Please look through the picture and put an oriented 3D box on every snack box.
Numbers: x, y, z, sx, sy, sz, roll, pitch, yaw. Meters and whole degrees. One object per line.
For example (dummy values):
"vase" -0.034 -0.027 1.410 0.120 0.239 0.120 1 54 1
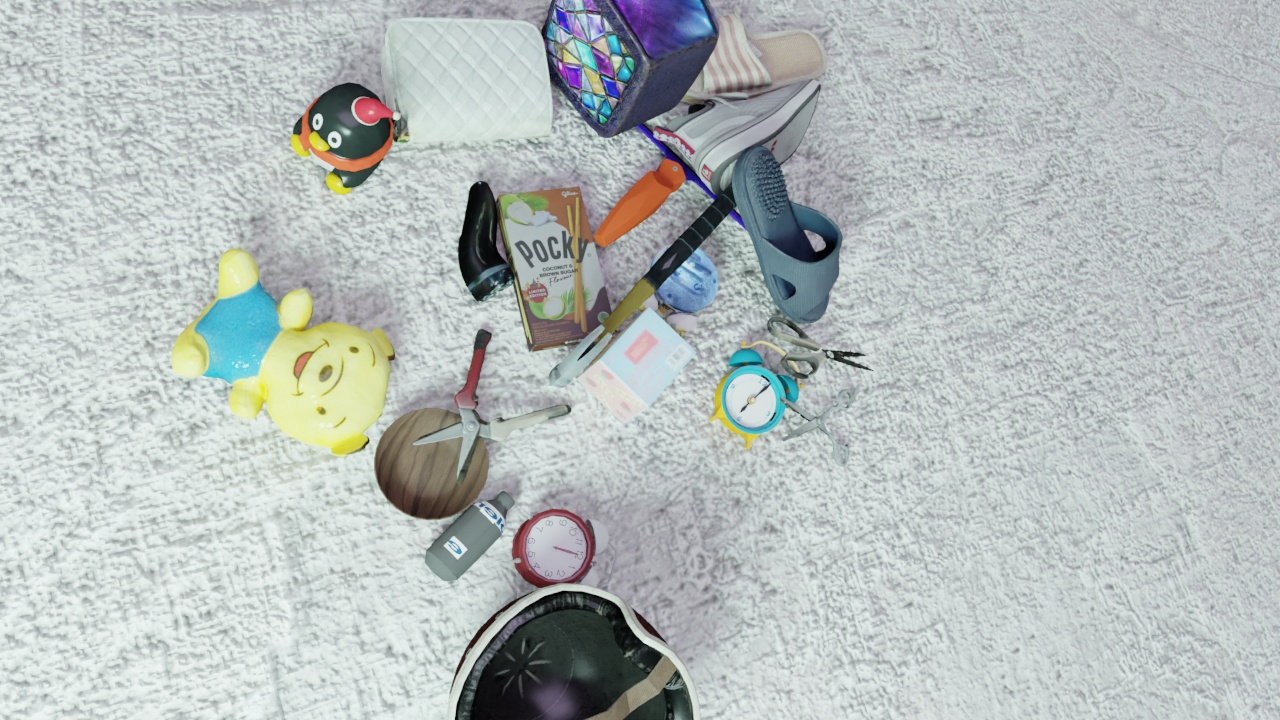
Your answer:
"snack box" -0.102 -0.110 1.087 0.101 0.032 0.186 -11 79 -22
"snack box" -0.006 0.006 1.055 0.079 0.095 0.092 44 66 -3

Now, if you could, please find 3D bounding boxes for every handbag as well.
"handbag" -0.206 -0.327 1.090 0.194 0.073 0.139 -7 86 -22
"handbag" -0.031 -0.409 1.096 0.125 0.205 0.222 -31 85 -25

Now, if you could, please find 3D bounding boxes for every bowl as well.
"bowl" -0.224 0.112 0.982 0.119 0.032 0.119 5 74 -18

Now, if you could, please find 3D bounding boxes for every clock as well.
"clock" 0.040 -0.084 1.119 0.089 0.052 0.125 33 67 -9
"clock" 0.142 0.039 1.128 0.099 0.044 0.129 37 74 -7
"clock" -0.085 0.208 0.998 0.124 0.044 0.087 19 70 -12

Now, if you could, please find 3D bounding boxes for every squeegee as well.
"squeegee" 0.007 -0.202 1.137 0.249 0.055 0.184 43 63 0

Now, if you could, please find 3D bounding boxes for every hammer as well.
"hammer" 0.022 -0.099 1.042 0.025 0.118 0.332 44 66 -4

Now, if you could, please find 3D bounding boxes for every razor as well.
"razor" -0.177 -0.138 1.058 0.063 0.053 0.140 6 72 -30

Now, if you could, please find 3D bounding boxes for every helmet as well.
"helmet" -0.067 0.333 0.854 0.233 0.254 0.234 -49 119 -19

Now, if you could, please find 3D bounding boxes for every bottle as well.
"bottle" -0.178 0.183 0.972 0.047 0.047 0.112 47 66 -2

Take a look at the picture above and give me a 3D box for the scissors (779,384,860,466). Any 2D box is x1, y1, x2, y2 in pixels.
"scissors" 0.229 0.067 1.147 0.141 0.014 0.164 51 55 -23

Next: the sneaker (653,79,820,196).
"sneaker" 0.135 -0.313 1.204 0.129 0.097 0.262 38 54 19

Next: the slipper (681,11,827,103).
"slipper" 0.146 -0.414 1.248 0.262 0.052 0.115 -14 82 -23

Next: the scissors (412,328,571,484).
"scissors" -0.156 0.054 1.008 0.179 0.015 0.199 17 52 -26

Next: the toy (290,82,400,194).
"toy" -0.319 -0.256 1.004 0.097 0.119 0.099 47 62 -2

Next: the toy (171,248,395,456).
"toy" -0.356 0.000 0.940 0.214 0.084 0.148 29 75 -11

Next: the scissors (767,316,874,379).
"scissors" 0.228 -0.004 1.161 0.163 0.013 0.153 37 40 -4

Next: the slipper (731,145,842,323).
"slipper" 0.193 -0.144 1.110 0.101 0.083 0.264 -55 132 -26
